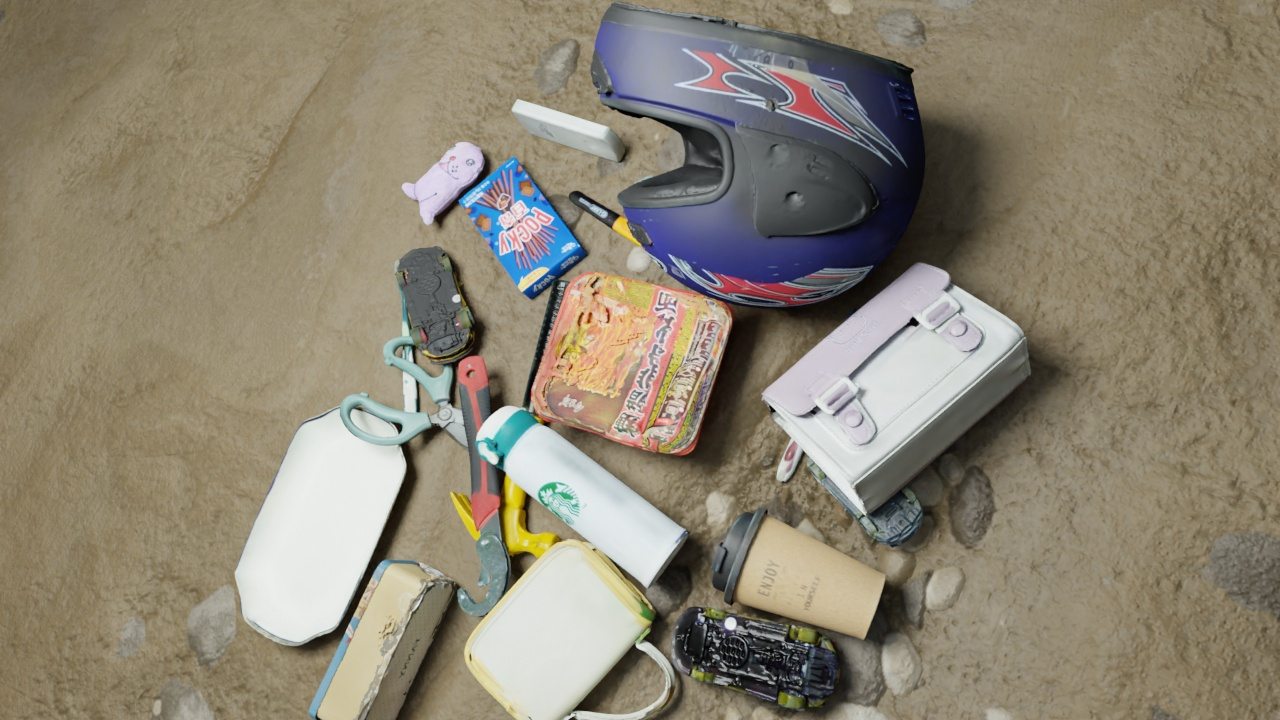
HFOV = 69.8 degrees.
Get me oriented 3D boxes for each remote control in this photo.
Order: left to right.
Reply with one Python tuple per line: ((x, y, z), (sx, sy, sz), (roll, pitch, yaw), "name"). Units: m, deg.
((-0.082, -0.264, 1.054), (0.135, 0.056, 0.019), (23, 81, 24), "remote control")

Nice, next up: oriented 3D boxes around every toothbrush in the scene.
((-0.270, -0.018, 1.068), (0.016, 0.018, 0.191), (-11, 73, 10), "toothbrush")
((0.174, 0.033, 0.894), (0.016, 0.017, 0.187), (23, 82, 24), "toothbrush")

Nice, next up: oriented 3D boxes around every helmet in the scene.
((0.096, -0.173, 0.844), (0.315, 0.247, 0.240), (10, 103, -10), "helmet")

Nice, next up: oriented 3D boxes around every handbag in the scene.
((-0.056, 0.282, 0.880), (0.179, 0.063, 0.163), (43, 90, 16), "handbag")
((0.224, 0.017, 0.824), (0.197, 0.098, 0.145), (-40, 46, -3), "handbag")

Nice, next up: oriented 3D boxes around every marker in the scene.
((-0.035, -0.160, 1.028), (0.124, 0.015, 0.018), (35, 83, 27), "marker")

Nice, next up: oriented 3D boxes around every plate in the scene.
((-0.349, 0.181, 1.023), (0.162, 0.034, 0.265), (16, 80, 22), "plate")

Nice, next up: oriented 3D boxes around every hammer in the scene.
((-0.115, 0.058, 0.980), (0.129, 0.033, 0.300), (9, 77, 20), "hammer")

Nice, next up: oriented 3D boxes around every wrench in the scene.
((-0.166, 0.124, 0.950), (0.056, 0.016, 0.273), (-10, 72, 15), "wrench")

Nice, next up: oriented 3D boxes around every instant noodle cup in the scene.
((-0.005, 0.005, 0.932), (0.189, 0.079, 0.164), (15, 79, 21), "instant noodle cup")

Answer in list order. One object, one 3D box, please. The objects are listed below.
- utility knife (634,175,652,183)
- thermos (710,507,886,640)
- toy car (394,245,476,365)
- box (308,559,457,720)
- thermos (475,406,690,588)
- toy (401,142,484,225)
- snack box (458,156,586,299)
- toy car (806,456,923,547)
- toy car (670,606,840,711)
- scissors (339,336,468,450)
((0.056, -0.154, 0.994), (0.173, 0.015, 0.033), (41, 87, 25), "utility knife")
((0.141, 0.194, 0.822), (0.143, 0.093, 0.093), (20, 81, 16), "thermos")
((-0.234, -0.067, 1.050), (0.071, 0.041, 0.155), (-22, 60, -5), "toy car")
((-0.260, 0.295, 0.927), (0.062, 0.090, 0.184), (24, 81, 18), "box")
((-0.062, 0.128, 0.894), (0.224, 0.073, 0.073), (36, 87, 13), "thermos")
((-0.233, -0.220, 1.103), (0.108, 0.039, 0.084), (-44, 56, 4), "toy")
((-0.137, -0.154, 1.055), (0.084, 0.026, 0.157), (-38, 65, 4), "snack box")
((0.207, 0.118, 0.848), (0.054, 0.037, 0.120), (-41, 55, -1), "toy car")
((0.102, 0.267, 0.834), (0.158, 0.042, 0.070), (8, 76, 27), "toy car")
((-0.252, 0.058, 1.012), (0.169, 0.019, 0.177), (-38, 72, -19), "scissors")
